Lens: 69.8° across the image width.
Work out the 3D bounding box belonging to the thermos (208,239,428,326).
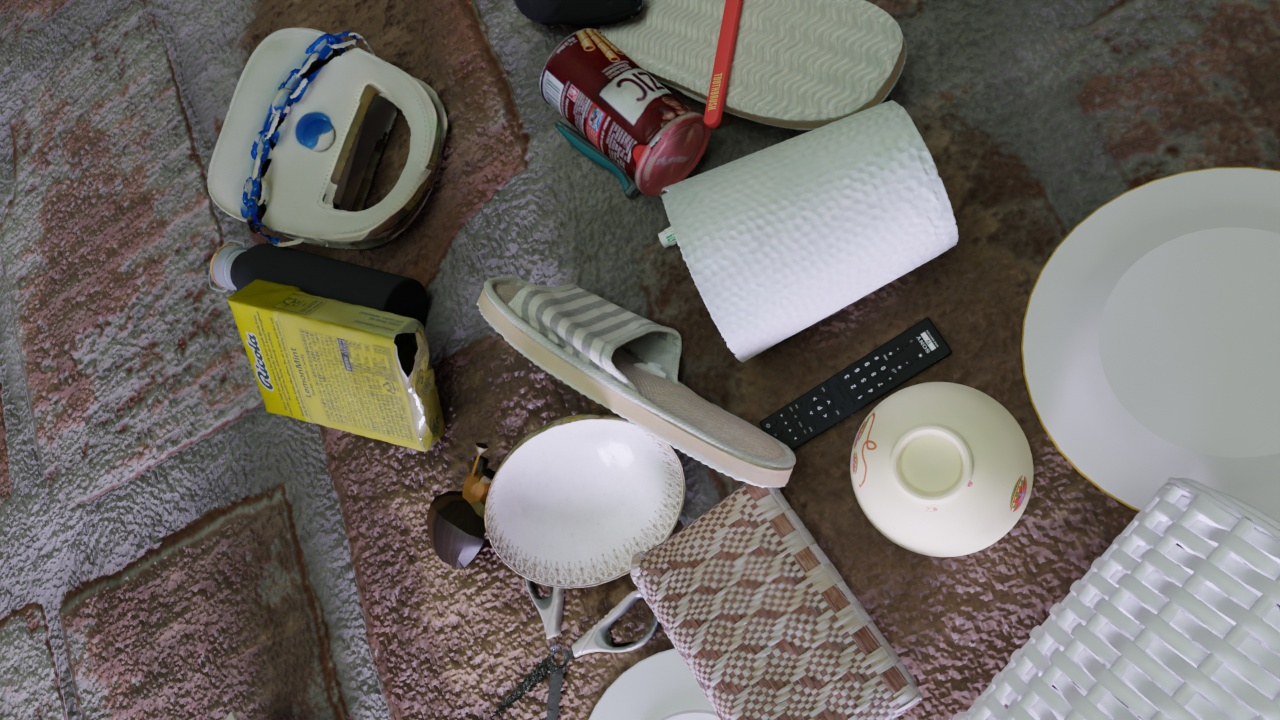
[{"bbox_3d":[-0.299,-0.066,0.816,0.231,0.061,0.061,15,87,24],"label":"thermos"}]

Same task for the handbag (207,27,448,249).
[{"bbox_3d":[-0.274,-0.191,0.815,0.200,0.093,0.200,16,87,17],"label":"handbag"}]

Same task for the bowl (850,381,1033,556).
[{"bbox_3d":[0.189,0.068,0.589,0.118,0.074,0.118,-4,80,22],"label":"bowl"}]

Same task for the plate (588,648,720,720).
[{"bbox_3d":[0.046,0.308,0.641,0.209,0.015,0.208,-4,80,22],"label":"plate"}]

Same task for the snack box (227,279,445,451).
[{"bbox_3d":[-0.247,0.004,0.762,0.181,0.045,0.121,12,128,22],"label":"snack box"}]

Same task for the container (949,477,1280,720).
[{"bbox_3d":[0.292,0.189,0.466,0.189,0.189,0.187,40,96,23],"label":"container"}]

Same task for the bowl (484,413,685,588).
[{"bbox_3d":[-0.045,0.090,0.670,0.145,0.145,0.063,-49,30,8],"label":"bowl"}]

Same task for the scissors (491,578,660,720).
[{"bbox_3d":[-0.056,0.209,0.699,0.171,0.012,0.157,-25,71,16],"label":"scissors"}]

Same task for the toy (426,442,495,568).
[{"bbox_3d":[-0.133,0.112,0.722,0.076,0.062,0.100,44,118,58],"label":"toy"}]

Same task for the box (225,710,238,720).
[{"bbox_3d":[-0.335,0.352,0.702,0.099,0.184,0.143,26,88,29],"label":"box"}]

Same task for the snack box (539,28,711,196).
[{"bbox_3d":[-0.013,-0.189,0.696,0.072,0.072,0.121,-47,68,9],"label":"snack box"}]

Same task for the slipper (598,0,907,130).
[{"bbox_3d":[0.079,-0.238,0.697,0.263,0.052,0.115,27,89,34],"label":"slipper"}]

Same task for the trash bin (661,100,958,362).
[{"bbox_3d":[0.115,-0.091,0.620,0.161,0.133,0.133,-24,73,12],"label":"trash bin"}]

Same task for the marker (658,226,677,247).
[{"bbox_3d":[0.080,-0.123,0.695,0.146,0.017,0.017,-25,73,17],"label":"marker"}]

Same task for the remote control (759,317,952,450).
[{"bbox_3d":[0.150,0.020,0.647,0.140,0.009,0.030,-34,71,14],"label":"remote control"}]

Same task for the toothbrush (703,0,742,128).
[{"bbox_3d":[0.067,-0.270,0.671,0.012,0.018,0.212,3,76,32],"label":"toothbrush"}]

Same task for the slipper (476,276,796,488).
[{"bbox_3d":[-0.004,0.004,0.662,0.273,0.114,0.054,34,113,23],"label":"slipper"}]

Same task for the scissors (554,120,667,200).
[{"bbox_3d":[-0.016,-0.158,0.739,0.139,0.019,0.136,-14,78,18],"label":"scissors"}]

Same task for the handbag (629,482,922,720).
[{"bbox_3d":[0.087,0.183,0.627,0.124,0.047,0.185,-36,68,4],"label":"handbag"}]

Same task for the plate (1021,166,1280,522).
[{"bbox_3d":[0.357,-0.010,0.561,0.230,0.021,0.229,-4,80,22],"label":"plate"}]

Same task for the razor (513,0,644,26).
[{"bbox_3d":[-0.051,-0.304,0.749,0.141,0.053,0.063,20,51,34],"label":"razor"}]
